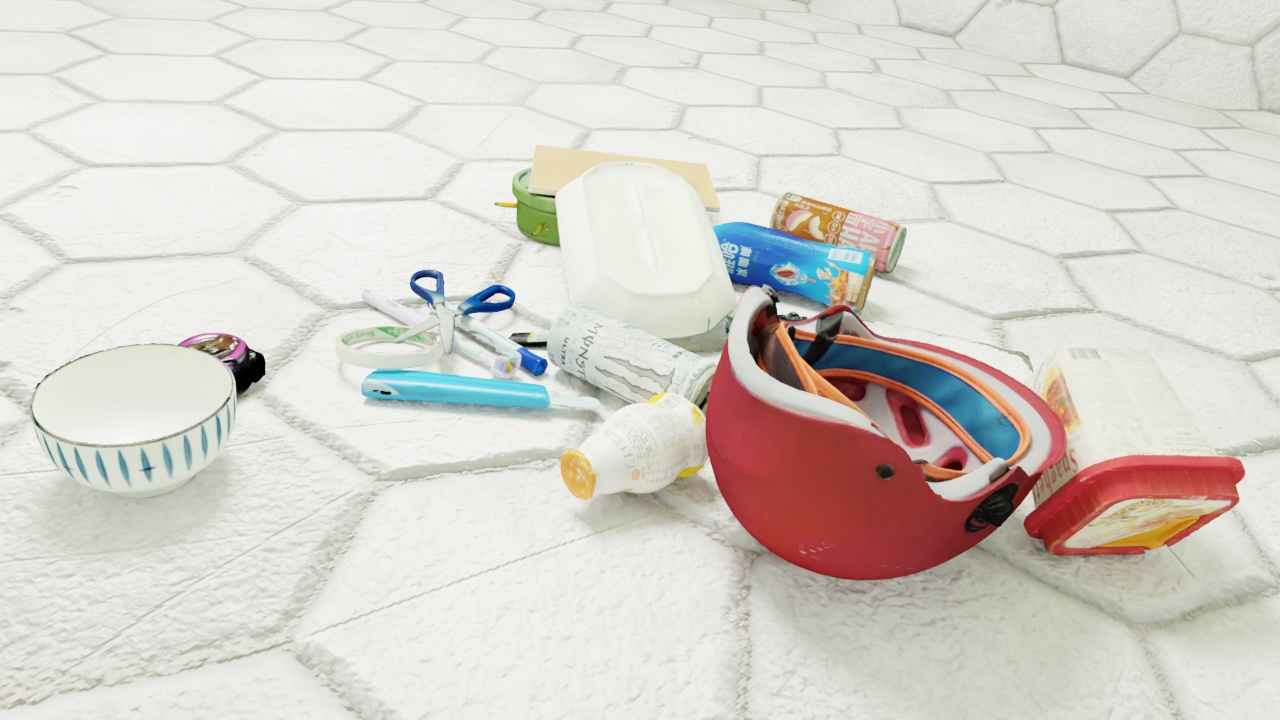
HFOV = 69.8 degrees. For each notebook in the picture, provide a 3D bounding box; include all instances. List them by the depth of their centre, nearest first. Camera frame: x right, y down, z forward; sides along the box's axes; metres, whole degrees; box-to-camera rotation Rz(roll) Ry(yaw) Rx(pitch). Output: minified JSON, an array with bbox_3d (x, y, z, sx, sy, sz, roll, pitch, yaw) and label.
[{"bbox_3d":[-0.019,-0.208,1.039,0.207,0.008,0.147,5,31,-6],"label":"notebook"}]

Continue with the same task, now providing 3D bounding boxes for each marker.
[{"bbox_3d":[-0.137,-0.023,0.805,0.146,0.017,0.016,29,37,31],"label":"marker"},{"bbox_3d":[-0.056,-0.018,0.819,0.124,0.015,0.018,-1,41,-9],"label":"marker"}]

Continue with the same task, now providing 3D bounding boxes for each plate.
[{"bbox_3d":[0.003,-0.122,0.898,0.162,0.034,0.265,-1,44,-10],"label":"plate"}]

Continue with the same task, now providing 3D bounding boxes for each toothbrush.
[{"bbox_3d":[-0.180,-0.028,0.799,0.189,0.021,0.029,24,54,29],"label":"toothbrush"}]

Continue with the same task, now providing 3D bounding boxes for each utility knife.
[{"bbox_3d":[-0.122,0.025,0.722,0.188,0.018,0.034,5,23,-2],"label":"utility knife"}]

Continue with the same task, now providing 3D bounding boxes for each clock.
[{"bbox_3d":[-0.073,-0.177,1.039,0.161,0.056,0.116,-13,37,-31],"label":"clock"}]

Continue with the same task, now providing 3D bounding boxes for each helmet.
[{"bbox_3d":[0.147,0.061,0.611,0.239,0.144,0.207,8,28,-28],"label":"helmet"}]

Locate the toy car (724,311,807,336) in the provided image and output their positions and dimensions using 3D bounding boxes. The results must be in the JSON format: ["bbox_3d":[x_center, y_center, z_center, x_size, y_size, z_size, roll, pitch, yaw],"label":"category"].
[{"bbox_3d":[0.124,-0.023,0.847,0.105,0.031,0.049,0,27,-28],"label":"toy car"}]

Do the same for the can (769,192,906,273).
[{"bbox_3d":[0.225,-0.147,1.054,0.147,0.058,0.057,21,33,21],"label":"can"}]

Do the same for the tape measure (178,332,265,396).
[{"bbox_3d":[-0.323,0.003,0.695,0.057,0.039,0.057,22,34,22],"label":"tape measure"}]

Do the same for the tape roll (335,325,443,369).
[{"bbox_3d":[-0.206,-0.012,0.753,0.086,0.014,0.085,4,17,-1],"label":"tape roll"}]

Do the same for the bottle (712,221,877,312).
[{"bbox_3d":[0.131,-0.105,0.958,0.219,0.065,0.065,16,31,15],"label":"bottle"}]

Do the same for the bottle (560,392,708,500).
[{"bbox_3d":[-0.003,0.063,0.643,0.108,0.063,0.063,-18,39,-37],"label":"bottle"}]

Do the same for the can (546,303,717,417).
[{"bbox_3d":[-0.004,0.004,0.747,0.147,0.058,0.058,25,35,27],"label":"can"}]

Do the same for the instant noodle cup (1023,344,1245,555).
[{"bbox_3d":[0.328,0.060,0.644,0.116,0.117,0.124,2,56,-10],"label":"instant noodle cup"}]

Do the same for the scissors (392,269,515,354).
[{"bbox_3d":[-0.162,-0.044,0.801,0.160,0.012,0.163,-5,31,-35],"label":"scissors"}]

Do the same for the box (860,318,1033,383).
[{"bbox_3d":[0.229,0.020,0.762,0.184,0.061,0.089,12,40,10],"label":"box"}]

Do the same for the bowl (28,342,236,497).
[{"bbox_3d":[-0.324,0.046,0.597,0.116,0.066,0.116,6,32,-4],"label":"bowl"}]
